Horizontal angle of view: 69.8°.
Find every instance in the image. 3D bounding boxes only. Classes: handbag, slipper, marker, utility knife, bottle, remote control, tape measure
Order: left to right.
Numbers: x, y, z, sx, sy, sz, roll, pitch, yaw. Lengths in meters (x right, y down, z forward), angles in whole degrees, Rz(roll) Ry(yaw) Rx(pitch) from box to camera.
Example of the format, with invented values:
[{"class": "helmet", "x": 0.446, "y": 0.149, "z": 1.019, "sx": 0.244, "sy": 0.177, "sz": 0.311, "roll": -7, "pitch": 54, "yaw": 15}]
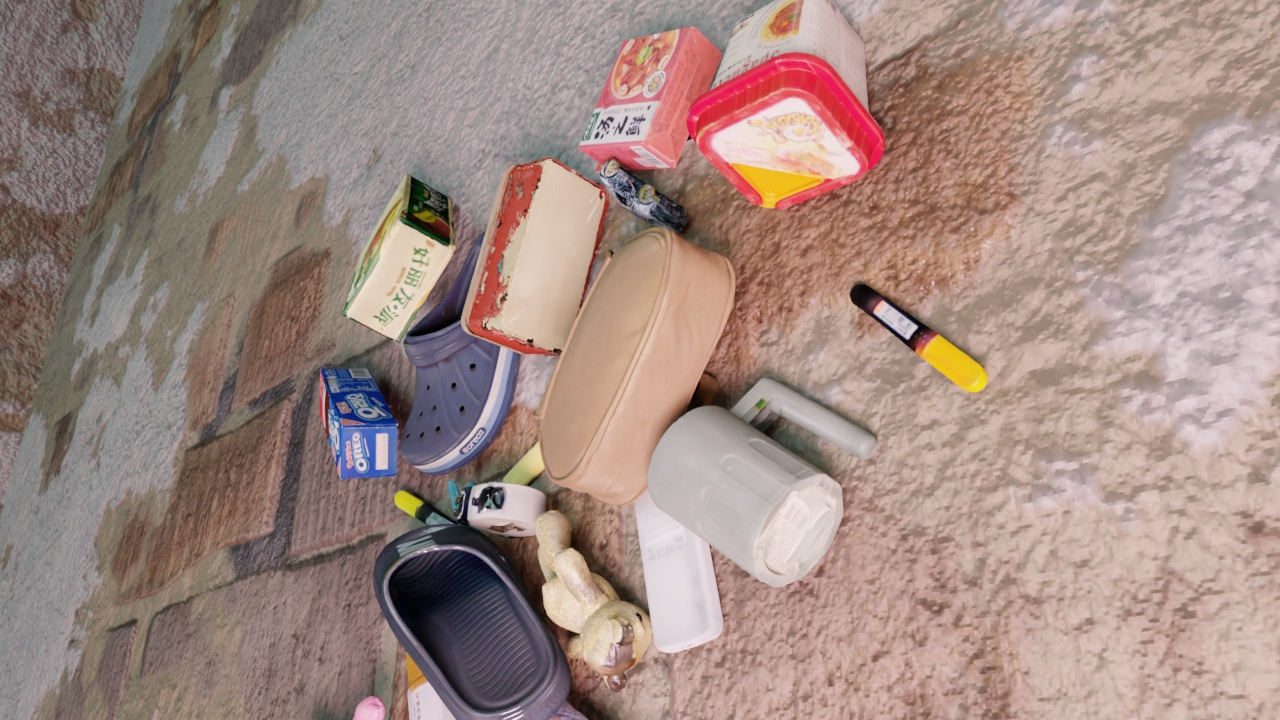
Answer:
[{"class": "marker", "x": -0.205, "y": 0.153, "z": 0.898, "sx": 0.124, "sy": 0.015, "sz": 0.018, "roll": 16, "pitch": 85, "yaw": 45}, {"class": "bottle", "x": -0.156, "y": 0.275, "z": 0.751, "sx": 0.068, "sy": 0.068, "sz": 0.189, "roll": -42, "pitch": 44, "yaw": 25}, {"class": "slipper", "x": -0.143, "y": 0.182, "z": 0.718, "sx": 0.110, "sy": 0.083, "sz": 0.268, "roll": -29, "pitch": 31, "yaw": -21}, {"class": "slipper", "x": -0.172, "y": -0.015, "z": 0.881, "sx": 0.105, "sy": 0.095, "sz": 0.252, "roll": 5, "pitch": 74, "yaw": 49}, {"class": "tape measure", "x": -0.113, "y": 0.127, "z": 0.776, "sx": 0.066, "sy": 0.065, "sz": 0.033, "roll": -19, "pitch": 58, "yaw": 41}, {"class": "utility knife", "x": -0.077, "y": 0.070, "z": 0.802, "sx": 0.152, "sy": 0.018, "sz": 0.031, "roll": -41, "pitch": 43, "yaw": 22}, {"class": "handbag", "x": -0.040, "y": 0.321, "z": 0.608, "sx": 0.194, "sy": 0.075, "sz": 0.134, "roll": 17, "pitch": 83, "yaw": 47}, {"class": "handbag", "x": -0.004, "y": 0.004, "z": 0.698, "sx": 0.204, "sy": 0.099, "sz": 0.148, "roll": -65, "pitch": 26, "yaw": 3}, {"class": "remote control", "x": 0.026, "y": 0.138, "z": 0.663, "sx": 0.056, "sy": 0.020, "sz": 0.135, "roll": -32, "pitch": 52, "yaw": 32}, {"class": "marker", "x": 0.175, "y": -0.017, "z": 0.586, "sx": 0.018, "sy": 0.015, "sz": 0.124, "roll": -54, "pitch": 41, "yaw": 12}]

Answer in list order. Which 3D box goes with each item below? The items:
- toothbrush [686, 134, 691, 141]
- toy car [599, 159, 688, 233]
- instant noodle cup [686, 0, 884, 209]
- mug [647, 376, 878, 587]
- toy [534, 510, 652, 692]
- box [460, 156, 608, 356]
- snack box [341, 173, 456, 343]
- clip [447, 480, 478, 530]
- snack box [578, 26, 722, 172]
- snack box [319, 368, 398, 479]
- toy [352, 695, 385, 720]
[{"class": "toothbrush", "x": 0.028, "y": -0.194, "z": 0.812, "sx": 0.189, "sy": 0.016, "sz": 0.014, "roll": -15, "pitch": 53, "yaw": 43}, {"class": "toy car", "x": 0.000, "y": -0.141, "z": 0.792, "sx": 0.031, "sy": 0.049, "sz": 0.105, "roll": -54, "pitch": 42, "yaw": 10}, {"class": "instant noodle cup", "x": 0.110, "y": -0.194, "z": 0.666, "sx": 0.117, "sy": 0.116, "sz": 0.124, "roll": -16, "pitch": 49, "yaw": 41}, {"class": "mug", "x": 0.081, "y": 0.073, "z": 0.602, "sx": 0.123, "sy": 0.084, "sz": 0.103, "roll": -44, "pitch": 42, "yaw": -13}, {"class": "toy", "x": -0.043, "y": 0.174, "z": 0.695, "sx": 0.157, "sy": 0.066, "sz": 0.105, "roll": 47, "pitch": 140, "yaw": 50}, {"class": "box", "x": -0.091, "y": -0.093, "z": 0.831, "sx": 0.079, "sy": 0.091, "sz": 0.168, "roll": 1, "pitch": 73, "yaw": 49}, {"class": "snack box", "x": -0.251, "y": -0.116, "z": 0.968, "sx": 0.114, "sy": 0.063, "sz": 0.240, "roll": -56, "pitch": 22, "yaw": 11}, {"class": "clip", "x": -0.163, "y": 0.138, "z": 0.856, "sx": 0.013, "sy": 0.038, "sz": 0.055, "roll": -33, "pitch": 61, "yaw": 32}, {"class": "snack box", "x": 0.000, "y": -0.231, "z": 0.822, "sx": 0.127, "sy": 0.044, "sz": 0.113, "roll": 13, "pitch": 79, "yaw": 53}, {"class": "snack box", "x": -0.296, "y": 0.060, "z": 0.956, "sx": 0.207, "sy": 0.057, "sz": 0.058, "roll": -148, "pitch": 61, "yaw": -61}, {"class": "toy", "x": -0.274, "y": 0.406, "z": 0.813, "sx": 0.195, "sy": 0.074, "sz": 0.178, "roll": -35, "pitch": 53, "yaw": 35}]
